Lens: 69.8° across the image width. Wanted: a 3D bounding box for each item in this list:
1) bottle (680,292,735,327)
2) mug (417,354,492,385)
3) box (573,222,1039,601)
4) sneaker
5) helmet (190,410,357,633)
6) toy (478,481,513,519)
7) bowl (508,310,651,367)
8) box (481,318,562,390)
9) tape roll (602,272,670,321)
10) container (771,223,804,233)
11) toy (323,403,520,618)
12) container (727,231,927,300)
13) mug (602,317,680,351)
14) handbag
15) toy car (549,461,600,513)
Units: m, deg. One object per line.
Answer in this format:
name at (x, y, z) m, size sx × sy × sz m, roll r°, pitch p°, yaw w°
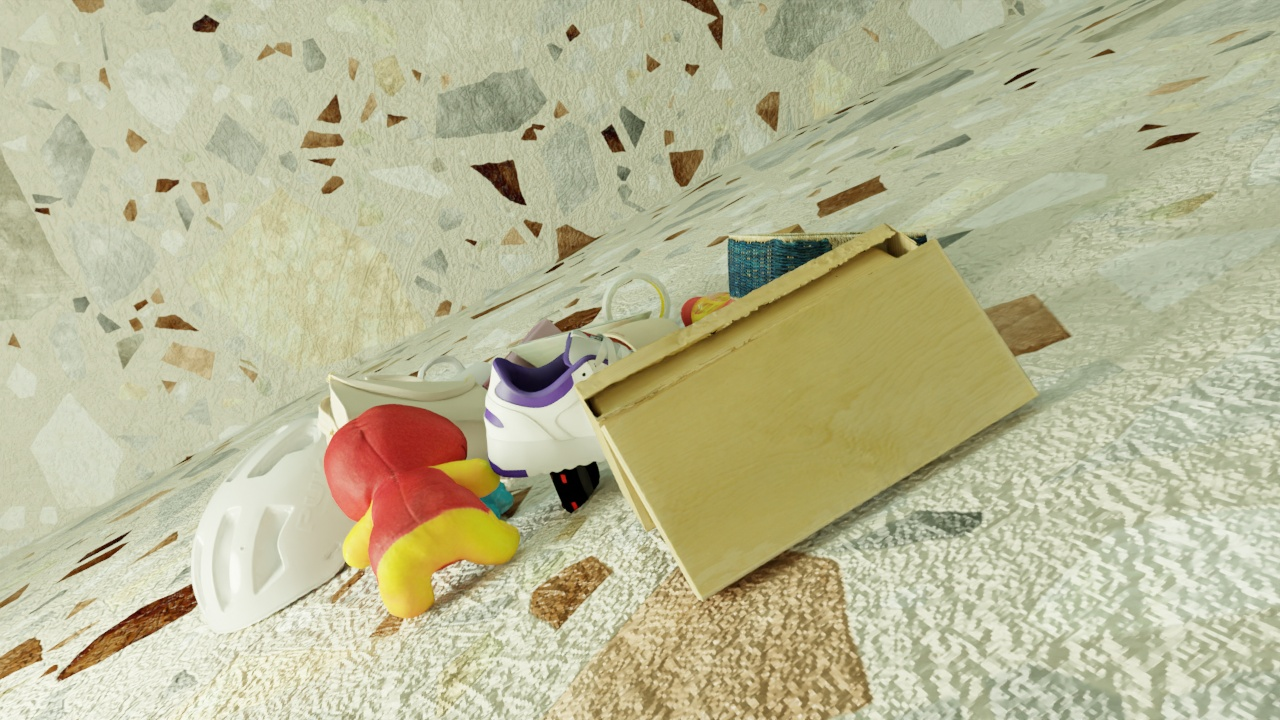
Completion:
bottle at (0.097, -0.055, 1.087) m, size 0.071 × 0.048 × 0.134 m, roll -31°, pitch 14°, yaw -22°
mug at (-0.241, 0.046, 1.214) m, size 0.096 × 0.119 × 0.083 m, roll -40°, pitch 2°, yaw -44°
box at (0.099, 0.023, 0.610) m, size 0.248 × 0.142 × 0.179 m, roll -29°, pitch 23°, yaw -8°
sneaker at (-0.017, 0.023, 0.779) m, size 0.244 × 0.111 × 0.091 m, roll -9°, pitch 18°, yaw 0°
helmet at (-0.385, 0.182, 1.037) m, size 0.225 × 0.184 × 0.281 m, roll -15°, pitch 38°, yaw 56°
toy at (-0.182, 0.142, 0.881) m, size 0.133 × 0.062 × 0.092 m, roll 0°, pitch 40°, yaw 27°
bowl at (-0.065, -0.011, 1.098) m, size 0.177 × 0.058 × 0.176 m, roll -14°, pitch 3°, yaw 1°
box at (-0.143, 0.028, 1.174) m, size 0.080 × 0.099 × 0.232 m, roll -45°, pitch 8°, yaw 20°
tape roll at (-0.006, -0.074, 1.259) m, size 0.094 × 0.094 × 0.019 m, roll -30°, pitch 13°, yaw -11°
container at (0.173, -0.130, 1.192) m, size 0.114 × 0.061 × 0.063 m, roll -15°, pitch 18°, yaw 43°
toy at (-0.201, 0.113, 0.800) m, size 0.147 × 0.099 × 0.216 m, roll -26°, pitch 42°, yaw -17°
container at (0.174, -0.088, 0.896) m, size 0.145 × 0.071 × 0.187 m, roll -3°, pitch 9°, yaw -8°
mug at (-0.006, 0.006, 1.019) m, size 0.104 × 0.085 × 0.112 m, roll -31°, pitch -18°, yaw -50°
handbag at (-0.251, 0.057, 1.001) m, size 0.194 × 0.101 × 0.198 m, roll 2°, pitch 20°, yaw -28°
toy car at (-0.055, 0.098, 0.818) m, size 0.036 × 0.042 × 0.091 m, roll -16°, pitch 16°, yaw 14°
